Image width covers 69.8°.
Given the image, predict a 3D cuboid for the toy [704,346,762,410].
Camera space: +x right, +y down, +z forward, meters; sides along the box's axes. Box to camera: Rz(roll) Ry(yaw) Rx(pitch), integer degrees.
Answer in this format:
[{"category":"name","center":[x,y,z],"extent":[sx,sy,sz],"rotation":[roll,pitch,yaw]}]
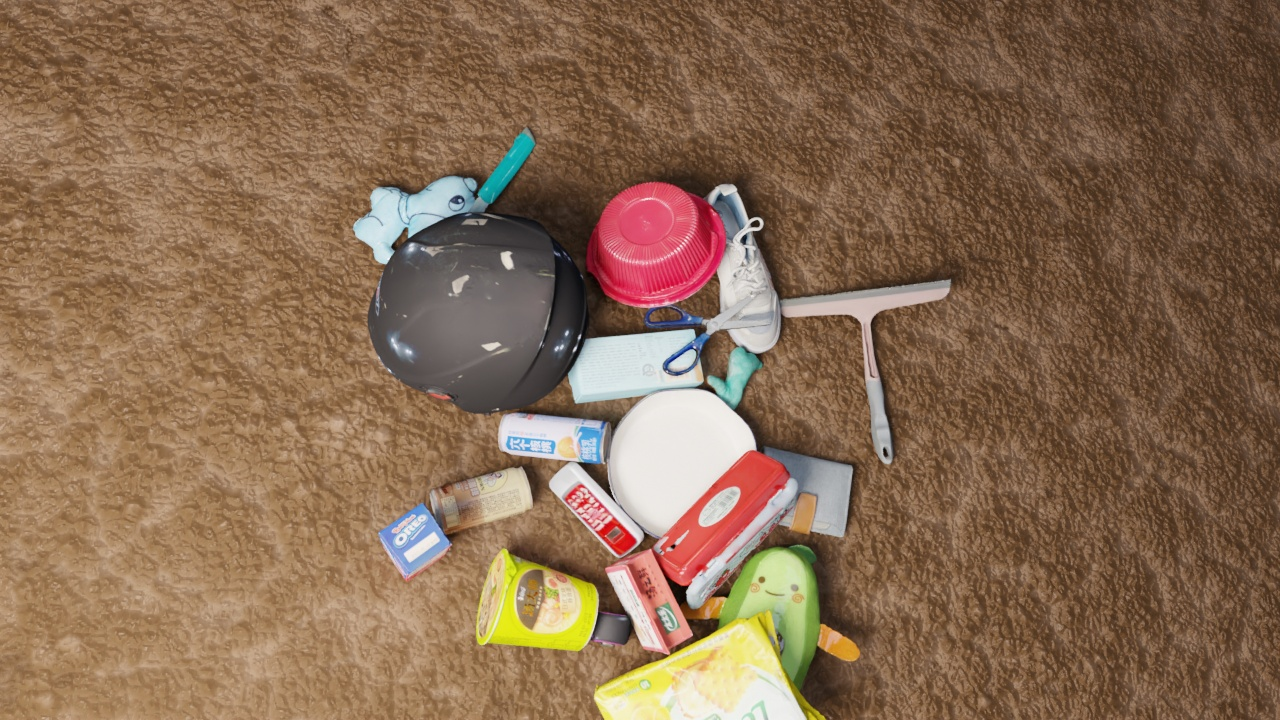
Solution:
[{"category":"toy","center":[0.126,0.025,1.249],"extent":[0.096,0.030,0.092],"rotation":[30,78,-42]}]

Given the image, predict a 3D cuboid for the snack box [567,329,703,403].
[{"category":"snack box","center":[-0.007,0.007,1.219],"extent":[0.174,0.052,0.074],"rotation":[-6,75,-16]}]

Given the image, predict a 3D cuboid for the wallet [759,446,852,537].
[{"category":"wallet","center":[0.220,0.179,1.237],"extent":[0.129,0.037,0.106],"rotation":[13,72,-10]}]

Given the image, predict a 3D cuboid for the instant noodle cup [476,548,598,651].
[{"category":"instant noodle cup","center":[-0.119,0.292,1.091],"extent":[0.123,0.112,0.111],"rotation":[17,72,-17]}]

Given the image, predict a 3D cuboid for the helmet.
[{"category":"helmet","center":[-0.196,-0.066,1.103],"extent":[0.274,0.230,0.233],"rotation":[2,72,-7]}]

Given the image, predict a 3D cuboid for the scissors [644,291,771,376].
[{"category":"scissors","center":[0.085,-0.039,1.211],"extent":[0.162,0.012,0.163],"rotation":[19,74,1]}]

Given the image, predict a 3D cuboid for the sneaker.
[{"category":"sneaker","center":[0.145,-0.132,1.274],"extent":[0.089,0.091,0.242],"rotation":[-15,80,-16]}]

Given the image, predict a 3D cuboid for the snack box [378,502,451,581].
[{"category":"snack box","center":[-0.251,0.205,1.022],"extent":[0.058,0.208,0.057],"rotation":[-33,86,-20]}]

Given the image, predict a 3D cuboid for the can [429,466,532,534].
[{"category":"can","center":[-0.195,0.171,1.124],"extent":[0.116,0.059,0.058],"rotation":[-13,79,-17]}]

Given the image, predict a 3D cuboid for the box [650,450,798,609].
[{"category":"box","center":[0.117,0.218,1.143],"extent":[0.201,0.095,0.098],"rotation":[-42,125,-19]}]

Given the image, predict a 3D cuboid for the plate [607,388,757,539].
[{"category":"plate","center":[0.055,0.139,1.203],"extent":[0.204,0.046,0.204],"rotation":[4,75,-14]}]

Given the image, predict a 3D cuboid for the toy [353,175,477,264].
[{"category":"toy","center":[-0.280,-0.186,1.205],"extent":[0.156,0.050,0.161],"rotation":[26,73,-6]}]

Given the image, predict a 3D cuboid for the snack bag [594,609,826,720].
[{"category":"snack bag","center":[0.075,0.407,1.076],"extent":[0.247,0.068,0.158],"rotation":[-29,84,13]}]

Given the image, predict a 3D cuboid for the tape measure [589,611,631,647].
[{"category":"tape measure","center":[-0.041,0.329,1.121],"extent":[0.057,0.058,0.039],"rotation":[13,73,-13]}]

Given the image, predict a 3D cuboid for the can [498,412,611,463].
[{"category":"can","center":[-0.107,0.097,1.149],"extent":[0.135,0.053,0.053],"rotation":[5,73,8]}]

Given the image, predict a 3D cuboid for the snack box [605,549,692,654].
[{"category":"snack box","center":[0.011,0.290,1.107],"extent":[0.044,0.127,0.113],"rotation":[-24,83,-18]}]

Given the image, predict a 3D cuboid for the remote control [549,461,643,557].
[{"category":"remote control","center":[-0.056,0.189,1.157],"extent":[0.136,0.056,0.020],"rotation":[46,38,1]}]

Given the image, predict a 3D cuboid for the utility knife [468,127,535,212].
[{"category":"utility knife","center":[-0.188,-0.253,1.246],"extent":[0.029,0.013,0.186],"rotation":[40,54,-18]}]

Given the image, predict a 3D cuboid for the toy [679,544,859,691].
[{"category":"toy","center":[0.158,0.345,1.146],"extent":[0.227,0.090,0.246],"rotation":[14,76,4]}]

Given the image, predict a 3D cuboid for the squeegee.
[{"category":"squeegee","center":[0.331,0.023,1.306],"extent":[0.247,0.040,0.249],"rotation":[-6,82,1]}]

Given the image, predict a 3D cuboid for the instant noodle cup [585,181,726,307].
[{"category":"instant noodle cup","center":[0.014,-0.167,1.223],"extent":[0.194,0.066,0.193],"rotation":[-6,63,11]}]
